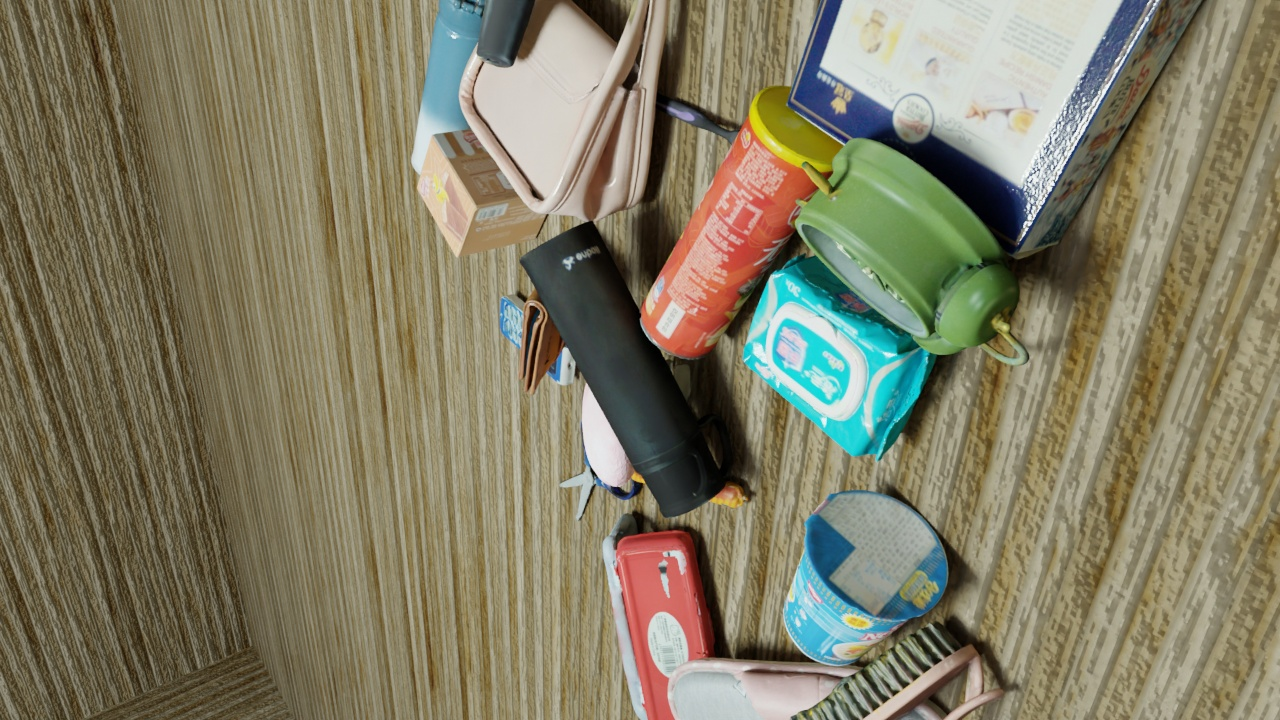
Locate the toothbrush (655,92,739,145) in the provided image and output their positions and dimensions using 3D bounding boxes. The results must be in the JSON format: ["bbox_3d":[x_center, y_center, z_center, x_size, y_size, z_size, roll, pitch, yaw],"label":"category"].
[{"bbox_3d":[0.034,-0.192,0.710,0.189,0.016,0.014,39,125,42],"label":"toothbrush"}]

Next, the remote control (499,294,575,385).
[{"bbox_3d":[-0.109,-0.025,0.969,0.125,0.024,0.049,39,134,39],"label":"remote control"}]

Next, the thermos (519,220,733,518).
[{"bbox_3d":[-0.004,0.004,0.756,0.069,0.089,0.242,-21,99,55],"label":"thermos"}]

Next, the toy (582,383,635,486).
[{"bbox_3d":[-0.030,0.037,0.849,0.121,0.054,0.159,169,93,-81],"label":"toy"}]

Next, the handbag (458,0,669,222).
[{"bbox_3d":[-0.049,-0.251,0.740,0.193,0.093,0.235,52,132,33],"label":"handbag"}]

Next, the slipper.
[{"bbox_3d":[0.125,0.298,0.735,0.275,0.054,0.114,-3,100,41],"label":"slipper"}]

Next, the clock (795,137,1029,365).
[{"bbox_3d":[0.155,-0.055,0.518,0.161,0.056,0.116,43,-176,8],"label":"clock"}]

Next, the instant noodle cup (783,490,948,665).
[{"bbox_3d":[0.150,0.161,0.652,0.099,0.099,0.110,50,149,28],"label":"instant noodle cup"}]

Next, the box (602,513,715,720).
[{"bbox_3d":[0.028,0.253,0.901,0.095,0.100,0.201,-8,100,14],"label":"box"}]

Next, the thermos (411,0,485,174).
[{"bbox_3d":[-0.182,-0.281,0.919,0.070,0.070,0.221,53,141,24],"label":"thermos"}]

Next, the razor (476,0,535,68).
[{"bbox_3d":[-0.093,-0.311,0.712,0.067,0.062,0.168,-114,41,-63],"label":"razor"}]

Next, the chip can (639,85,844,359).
[{"bbox_3d":[0.067,-0.088,0.657,0.073,0.073,0.217,56,142,21],"label":"chip can"}]

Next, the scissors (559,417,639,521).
[{"bbox_3d":[-0.051,0.114,0.967,0.163,0.012,0.163,13,117,52],"label":"scissors"}]

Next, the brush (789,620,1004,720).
[{"bbox_3d":[0.176,0.245,0.635,0.146,0.063,0.073,-42,58,14],"label":"brush"}]

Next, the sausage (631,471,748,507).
[{"bbox_3d":[0.039,0.110,0.832,0.165,0.021,0.021,6,110,53],"label":"sausage"}]

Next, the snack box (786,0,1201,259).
[{"bbox_3d":[0.178,-0.179,0.485,0.178,0.045,0.183,46,138,31],"label":"snack box"}]

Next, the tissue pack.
[{"bbox_3d":[0.135,-0.003,0.623,0.133,0.050,0.093,42,135,35],"label":"tissue pack"}]

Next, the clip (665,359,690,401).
[{"bbox_3d":[0.037,0.058,0.803,0.087,0.034,0.104,42,128,40],"label":"clip"}]

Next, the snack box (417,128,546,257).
[{"bbox_3d":[-0.152,-0.168,0.901,0.094,0.092,0.077,58,144,18],"label":"snack box"}]

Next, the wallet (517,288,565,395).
[{"bbox_3d":[-0.079,-0.043,0.841,0.035,0.130,0.119,16,130,8],"label":"wallet"}]

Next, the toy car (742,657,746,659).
[{"bbox_3d":[0.100,0.292,0.821,0.091,0.036,0.043,-14,95,52],"label":"toy car"}]
